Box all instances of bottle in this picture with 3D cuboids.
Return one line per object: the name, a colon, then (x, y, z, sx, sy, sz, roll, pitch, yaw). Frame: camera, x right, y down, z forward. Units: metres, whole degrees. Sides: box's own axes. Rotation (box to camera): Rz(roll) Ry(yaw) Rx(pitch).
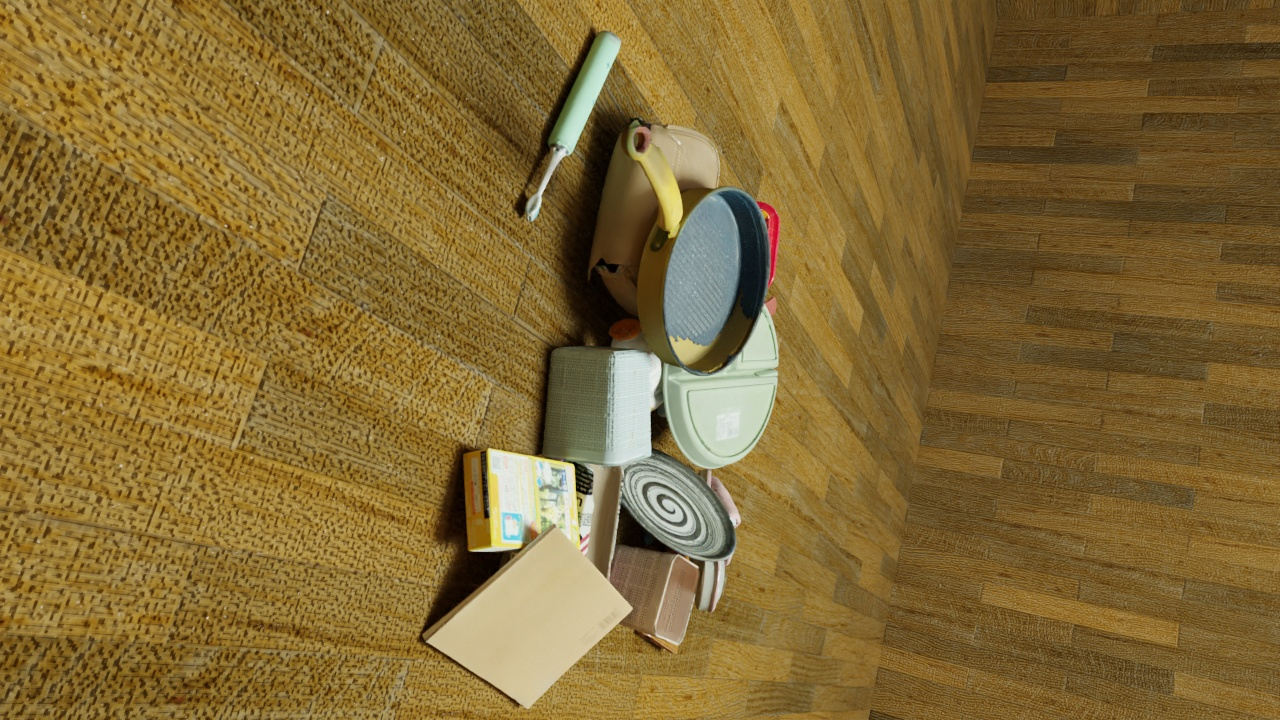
bottle: (-0.006, 0.006, 1.017, 0.063, 0.063, 0.108, -56, 144, -41)

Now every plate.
plate: (0.033, 0.167, 1.059, 0.024, 0.179, 0.179, -52, 162, 22)
plate: (0.104, 0.016, 1.089, 0.229, 0.028, 0.230, -7, 100, -51)

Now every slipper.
slipper: (0.094, 0.224, 1.169, 0.274, 0.054, 0.114, -86, -176, -73)

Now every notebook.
notebook: (-0.097, 0.251, 0.880, 0.149, 0.012, 0.211, -40, 141, -9)

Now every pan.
pan: (0.047, -0.114, 0.885, 0.357, 0.078, 0.197, 43, 67, -51)

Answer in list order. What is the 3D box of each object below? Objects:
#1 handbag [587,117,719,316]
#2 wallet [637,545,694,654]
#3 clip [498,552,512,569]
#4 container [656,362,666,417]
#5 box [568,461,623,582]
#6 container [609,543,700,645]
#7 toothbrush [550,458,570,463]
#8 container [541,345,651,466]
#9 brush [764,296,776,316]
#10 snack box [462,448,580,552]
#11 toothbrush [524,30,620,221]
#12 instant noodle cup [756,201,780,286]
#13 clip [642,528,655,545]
handbag: (0.010, -0.151, 0.977, 0.147, 0.100, 0.204, 25, 74, -54)
wallet: (0.044, 0.321, 1.241, 0.119, 0.035, 0.130, 47, 55, -49)
clip: (-0.108, 0.185, 0.900, 0.098, 0.035, 0.099, 5, 88, -65)
container: (0.072, 0.006, 1.146, 0.090, 0.090, 0.114, -32, 122, -57)
box: (-0.053, 0.182, 0.956, 0.085, 0.075, 0.162, 2, 96, -36)
container: (-0.007, 0.257, 1.031, 0.090, 0.111, 0.090, 47, 56, -57)
toothbrush: (-0.056, 0.100, 0.999, 0.188, 0.018, 0.014, -10, 96, -61)
container: (-0.042, 0.043, 0.935, 0.089, 0.090, 0.111, -4, 98, -63)
brush: (0.138, -0.066, 1.271, 0.145, 0.069, 0.063, -29, 117, -58)
snack box: (-0.107, 0.133, 0.850, 0.140, 0.034, 0.086, 20, 60, -57)
toothbrush: (-0.066, -0.228, 0.878, 0.027, 0.026, 0.224, 92, 17, -66)
instant noodle cup: (0.125, -0.145, 1.196, 0.124, 0.116, 0.116, -10, 106, -75)
clip: (0.019, 0.215, 1.181, 0.056, 0.028, 0.024, -27, 118, -48)
